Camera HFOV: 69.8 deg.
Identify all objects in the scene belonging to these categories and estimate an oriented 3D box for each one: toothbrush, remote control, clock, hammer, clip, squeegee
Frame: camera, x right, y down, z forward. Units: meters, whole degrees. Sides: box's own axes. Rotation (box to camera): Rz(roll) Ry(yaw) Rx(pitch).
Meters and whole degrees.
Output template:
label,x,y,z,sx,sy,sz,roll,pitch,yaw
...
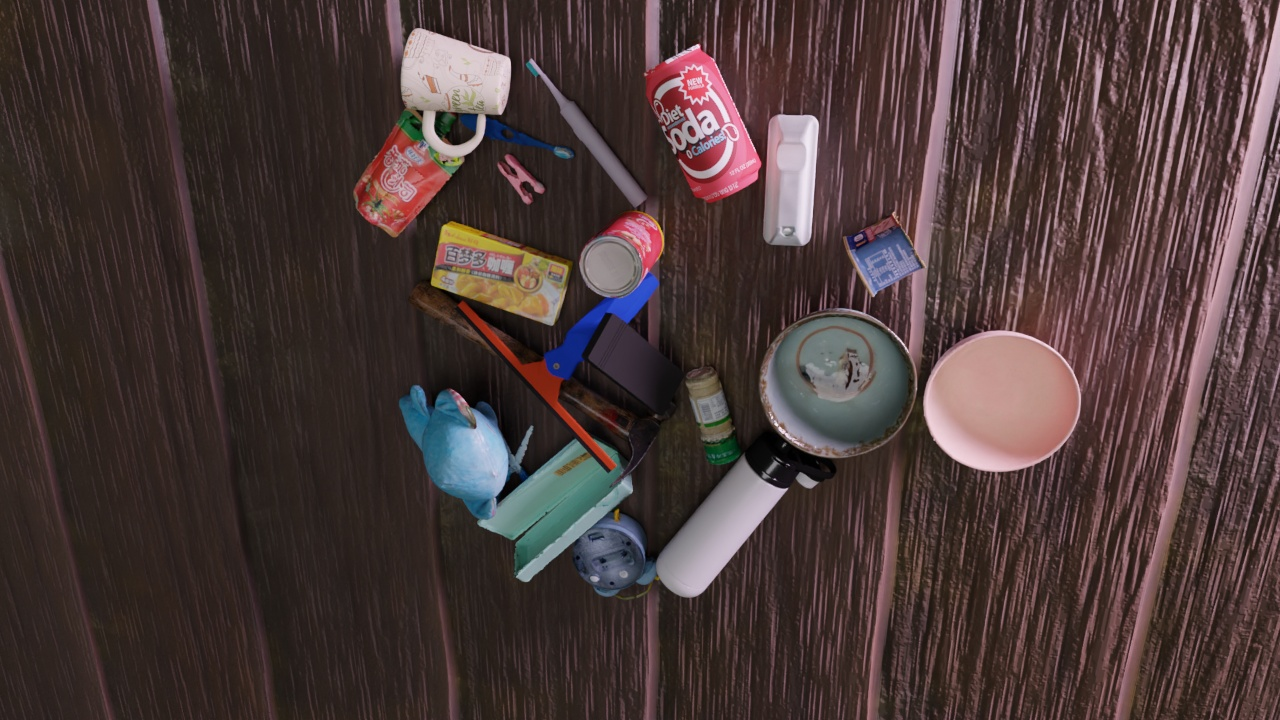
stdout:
label,x,y,z,sx,sy,sz,roll,pitch,yaw
toothbrush,-0.134,-0.241,0.989,0.132,0.016,0.021,19,110,4
remote control,0.154,-0.184,0.947,0.050,0.022,0.133,4,111,10
clock,-0.030,0.244,1.130,0.089,0.051,0.124,-22,105,17
remote control,-0.006,0.006,0.994,0.133,0.013,0.058,40,73,-39
hammer,-0.128,0.013,1.052,0.330,0.033,0.119,32,73,4
toothbrush,-0.057,-0.241,0.971,0.019,0.018,0.188,-36,100,19
clip,-0.134,-0.196,1.005,0.060,0.023,0.044,28,111,-6
squeegee,-0.052,-0.029,1.007,0.184,0.055,0.249,-43,90,-4

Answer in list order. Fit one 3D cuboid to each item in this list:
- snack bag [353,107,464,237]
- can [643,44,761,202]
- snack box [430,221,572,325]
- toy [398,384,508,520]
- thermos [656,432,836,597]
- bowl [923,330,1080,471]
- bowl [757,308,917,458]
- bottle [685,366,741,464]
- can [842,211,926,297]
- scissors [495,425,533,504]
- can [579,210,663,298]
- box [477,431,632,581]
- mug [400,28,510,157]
label,x,y,z,sx,sy,sz,roll,pitch,yaw
snack bag,-0.253,-0.216,1.016,0.087,0.044,0.155,44,107,3
can,0.062,-0.235,0.919,0.074,0.074,0.142,-23,104,18
snack box,-0.158,-0.099,1.042,0.152,0.025,0.075,19,112,4
toy,-0.217,0.092,1.083,0.181,0.114,0.184,32,141,43
thermos,0.119,0.186,1.073,0.101,0.068,0.230,30,113,-14
bowl,0.368,0.033,0.955,0.153,0.076,0.153,4,111,9
bowl,0.207,0.012,0.970,0.160,0.093,0.160,4,111,10
bottle,0.081,0.063,1.044,0.043,0.042,0.110,-13,105,16
can,0.242,-0.108,0.917,0.059,0.099,0.054,-29,103,17
scissors,-0.146,0.136,1.135,0.117,0.014,0.130,23,107,-1
can,-0.018,-0.112,0.954,0.067,0.124,0.067,4,110,10
box,-0.107,0.165,1.091,0.189,0.077,0.091,-41,112,17
mug,-0.192,-0.274,0.956,0.097,0.081,0.122,11,104,0
